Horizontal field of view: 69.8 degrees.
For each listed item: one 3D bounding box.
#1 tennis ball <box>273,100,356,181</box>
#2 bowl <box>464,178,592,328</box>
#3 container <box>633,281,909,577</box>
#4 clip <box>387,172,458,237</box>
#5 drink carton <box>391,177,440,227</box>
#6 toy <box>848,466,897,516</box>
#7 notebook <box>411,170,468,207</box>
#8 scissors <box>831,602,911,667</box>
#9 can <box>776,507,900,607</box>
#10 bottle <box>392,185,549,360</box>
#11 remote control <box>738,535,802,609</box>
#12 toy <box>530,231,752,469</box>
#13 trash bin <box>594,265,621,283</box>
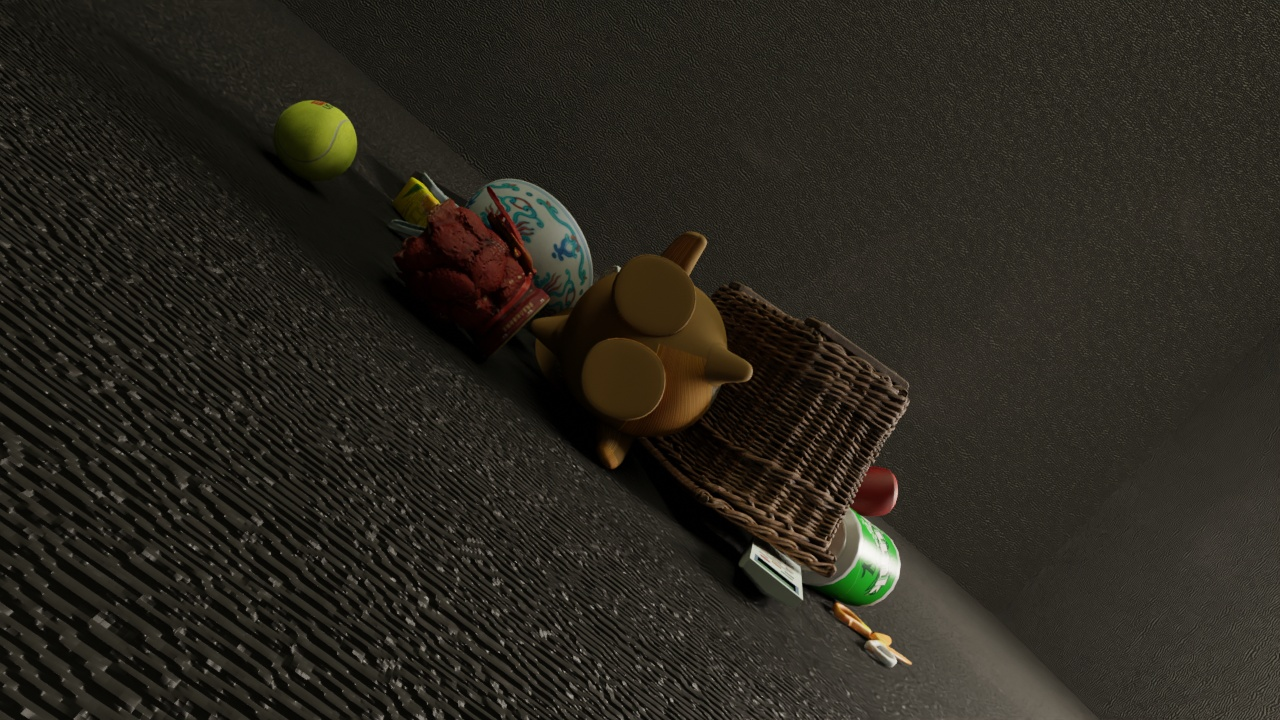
[{"bbox_3d":[-0.269,-0.182,0.760,0.065,0.065,0.065,41,5,-5],"label":"tennis ball"},{"bbox_3d":[-0.123,-0.082,0.828,0.144,0.144,0.074,42,45,4],"label":"bowl"},{"bbox_3d":[0.111,0.044,0.854,0.162,0.183,0.250,32,3,-26],"label":"container"},{"bbox_3d":[-0.175,-0.096,0.910,0.167,0.127,0.028,29,9,-26],"label":"clip"},{"bbox_3d":[-0.213,-0.141,0.982,0.058,0.043,0.134,32,10,-47],"label":"drink carton"},{"bbox_3d":[0.196,0.078,1.015,0.158,0.120,0.197,64,0,-24],"label":"toy"},{"bbox_3d":[-0.234,-0.187,1.172,0.141,0.008,0.209,29,13,-18],"label":"notebook"},{"bbox_3d":[0.240,0.283,0.902,0.133,0.012,0.097,37,7,-30],"label":"scissors"},{"bbox_3d":[0.203,0.196,0.934,0.140,0.088,0.088,35,8,-48],"label":"can"},{"bbox_3d":[-0.126,-0.067,0.695,0.111,0.099,0.099,45,5,-7],"label":"bottle"},{"bbox_3d":[0.104,0.173,0.747,0.049,0.024,0.143,38,4,9],"label":"remote control"},{"bbox_3d":[-0.015,-0.006,0.779,0.162,0.198,0.204,23,-10,-12],"label":"toy"},{"bbox_3d":[-0.001,-0.051,1.350,0.161,0.133,0.133,34,7,-19],"label":"trash bin"}]
